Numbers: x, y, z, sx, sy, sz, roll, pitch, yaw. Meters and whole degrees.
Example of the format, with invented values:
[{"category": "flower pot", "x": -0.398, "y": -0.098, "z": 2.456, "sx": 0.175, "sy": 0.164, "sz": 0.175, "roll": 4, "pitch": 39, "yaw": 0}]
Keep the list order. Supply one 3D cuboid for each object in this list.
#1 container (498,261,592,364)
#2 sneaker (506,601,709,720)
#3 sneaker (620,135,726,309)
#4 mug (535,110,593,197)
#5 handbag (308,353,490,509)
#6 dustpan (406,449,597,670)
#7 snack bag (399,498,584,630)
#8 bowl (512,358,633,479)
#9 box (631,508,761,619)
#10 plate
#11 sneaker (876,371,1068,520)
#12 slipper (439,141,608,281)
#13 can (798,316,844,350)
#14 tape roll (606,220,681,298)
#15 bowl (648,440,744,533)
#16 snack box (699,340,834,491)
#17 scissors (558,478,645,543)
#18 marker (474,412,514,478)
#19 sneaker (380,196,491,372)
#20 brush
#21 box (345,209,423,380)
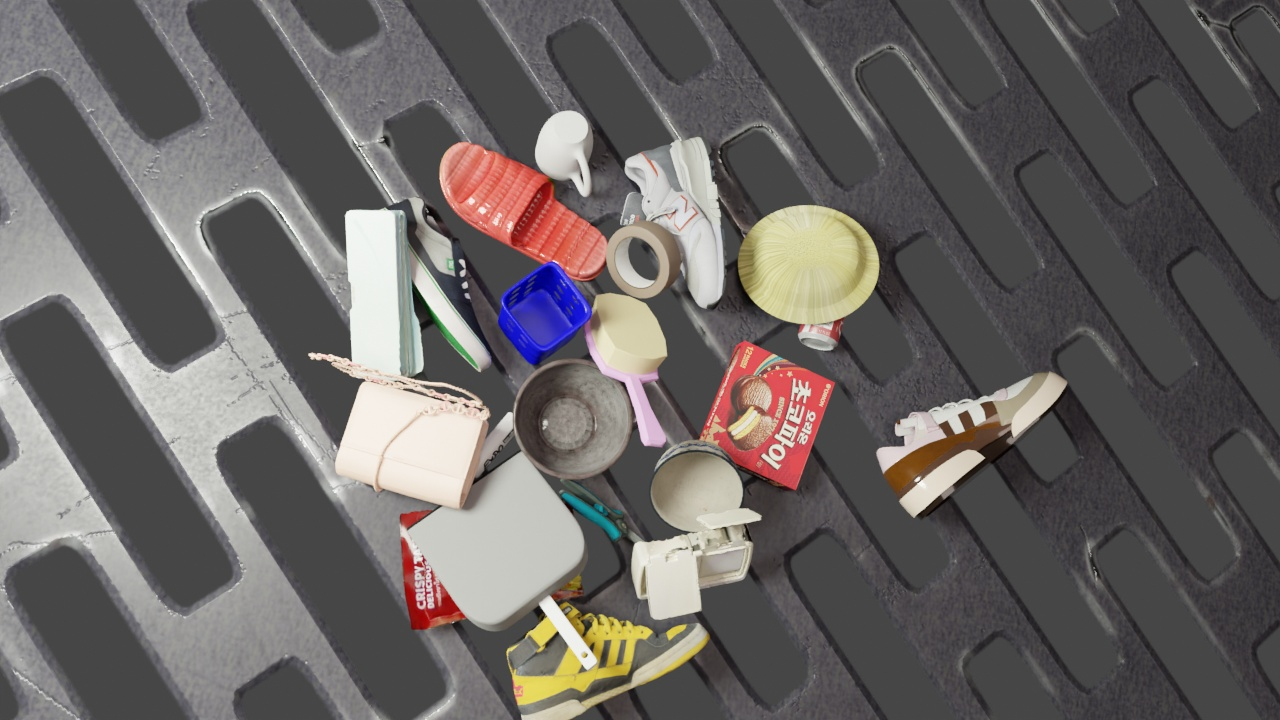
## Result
[{"category": "container", "x": -0.120, "y": -0.053, "z": 1.116, "sx": 0.084, "sy": 0.114, "sz": 0.085, "roll": -37, "pitch": 89, "yaw": -15}, {"category": "sneaker", "x": -0.045, "y": 0.331, "z": 1.080, "sx": 0.238, "sy": 0.086, "sz": 0.122, "roll": -22, "pitch": 84, "yaw": -16}, {"category": "sneaker", "x": 0.037, "y": -0.179, "z": 1.193, "sx": 0.124, "sy": 0.089, "sz": 0.239, "roll": -2, "pitch": 72, "yaw": -8}, {"category": "mug", "x": -0.087, "y": -0.264, "z": 1.172, "sx": 0.071, "sy": 0.089, "sz": 0.107, "roll": -25, "pitch": 86, "yaw": -15}, {"category": "handbag", "x": -0.276, "y": 0.084, "z": 1.018, "sx": 0.199, "sy": 0.187, "sz": 0.116, "roll": 16, "pitch": 75, "yaw": 3}, {"category": "dustpan", "x": -0.130, "y": 0.243, "z": 1.044, "sx": 0.163, "sy": 0.033, "sz": 0.257, "roll": -35, "pitch": 61, "yaw": -16}, {"category": "snack bag", "x": -0.175, "y": 0.233, "z": 1.083, "sx": 0.207, "sy": 0.067, "sz": 0.138, "roll": -6, "pitch": 74, "yaw": -12}, {"category": "bowl", "x": -0.087, "y": 0.074, "z": 1.125, "sx": 0.145, "sy": 0.067, "sz": 0.145, "roll": 2, "pitch": 80, "yaw": -11}, {"category": "box", "x": 0.068, "y": 0.231, "z": 1.067, "sx": 0.143, "sy": 0.182, "sz": 0.080, "roll": -10, "pitch": 50, "yaw": -9}, {"category": "plate", "x": 0.221, "y": -0.138, "z": 1.206, "sx": 0.184, "sy": 0.036, "sz": 0.184, "roll": -3, "pitch": 64, "yaw": 5}, {"category": "sneaker", "x": 0.435, "y": 0.086, "z": 1.226, "sx": 0.293, "sy": 0.112, "sz": 0.116, "roll": -34, "pitch": 68, "yaw": -15}, {"category": "slipper", "x": -0.146, "y": -0.191, "z": 1.164, "sx": 0.249, "sy": 0.059, "sz": 0.103, "roll": 35, "pitch": 75, "yaw": -5}, {"category": "can", "x": 0.247, "y": -0.066, "z": 1.227, "sx": 0.054, "sy": 0.054, "sz": 0.096, "roll": 19, "pitch": 77, "yaw": -8}, {"category": "tape roll", "x": 0.003, "y": -0.127, "z": 1.157, "sx": 0.093, "sy": 0.094, "sz": 0.030, "roll": 55, "pitch": 40, "yaw": 1}, {"category": "bowl", "x": 0.069, "y": 0.149, "z": 1.134, "sx": 0.115, "sy": 0.059, "sz": 0.116, "roll": 1, "pitch": 113, "yaw": 3}, {"category": "snack box", "x": 0.162, "y": 0.073, "z": 1.193, "sx": 0.132, "sy": 0.036, "sz": 0.152, "roll": 25, "pitch": 76, "yaw": -7}, {"category": "scissors", "x": -0.045, "y": 0.195, "z": 1.116, "sx": 0.019, "sy": 0.134, "sz": 0.130, "roll": -39, "pitch": 70, "yaw": 26}, {"category": "marker", "x": -0.192, "y": 0.117, "z": 1.118, "sx": 0.025, "sy": 0.025, "sz": 0.125, "roll": 41, "pitch": 75, "yaw": -3}, {"category": "sneaker", "x": -0.235, "y": -0.098, "z": 1.118, "sx": 0.079, "sy": 0.084, "sz": 0.235, "roll": -32, "pitch": 85, "yaw": -15}, {"category": "brush", "x": -0.007, "y": 0.006, "z": 1.100, "sx": 0.089, "sy": 0.043, "sz": 0.228, "roll": 8, "pitch": 40, "yaw": -27}, {"category": "box", "x": -0.300, "y": -0.076, "z": 1.068, "sx": 0.072, "sy": 0.086, "sz": 0.199, "roll": -9, "pitch": 102, "yaw": -41}]
